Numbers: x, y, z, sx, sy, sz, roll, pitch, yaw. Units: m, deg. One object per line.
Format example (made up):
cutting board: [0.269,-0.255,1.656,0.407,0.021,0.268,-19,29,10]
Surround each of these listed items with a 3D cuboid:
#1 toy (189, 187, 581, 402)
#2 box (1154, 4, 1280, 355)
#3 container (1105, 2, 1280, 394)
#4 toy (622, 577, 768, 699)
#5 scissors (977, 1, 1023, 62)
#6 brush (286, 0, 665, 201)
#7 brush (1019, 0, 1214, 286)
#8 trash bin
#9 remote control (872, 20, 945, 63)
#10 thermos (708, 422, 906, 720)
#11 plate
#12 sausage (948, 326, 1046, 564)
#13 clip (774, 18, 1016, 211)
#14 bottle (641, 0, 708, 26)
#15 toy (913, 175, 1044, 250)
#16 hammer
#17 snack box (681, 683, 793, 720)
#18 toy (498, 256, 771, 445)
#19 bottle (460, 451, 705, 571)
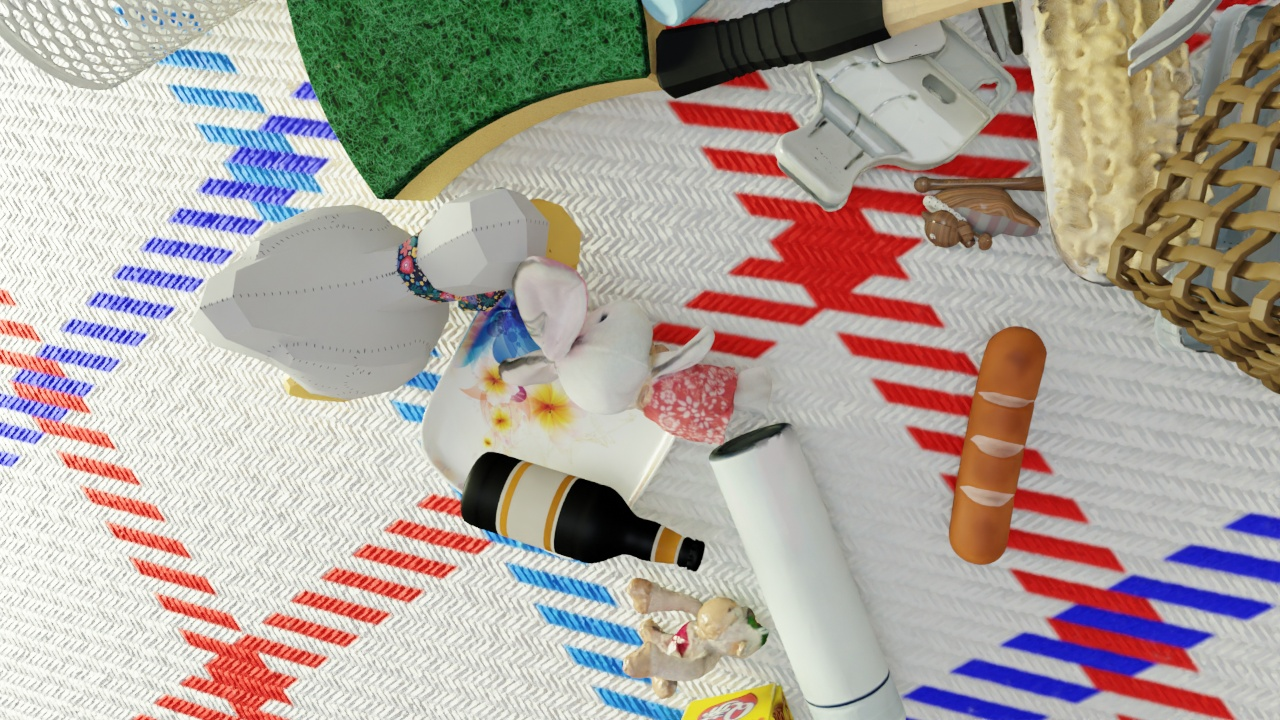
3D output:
toy: [-0.189,-0.050,0.651,0.268,0.246,0.141,-20,85,45]
box: [0.414,-0.100,0.549,0.192,0.061,0.210,2,101,-3]
container: [0.421,-0.055,0.404,0.251,0.214,0.220,28,99,-17]
toy: [0.043,0.210,0.688,0.106,0.085,0.074,-8,118,8]
scissors: [0.202,-0.289,0.588,0.146,0.015,0.188,18,102,16]
brush: [-0.118,-0.247,0.660,0.251,0.075,0.195,-20,93,18]
brush: [0.274,-0.177,0.541,0.083,0.056,0.271,-5,84,18]
trash bin: [-0.376,-0.314,0.685,0.183,0.156,0.156,-20,93,15]
remote control: [0.152,-0.260,0.590,0.045,0.008,0.146,-16,80,-7]
thermos: [0.121,0.162,0.662,0.068,0.067,0.230,-22,93,18]
plate: [-0.071,0.047,0.725,0.187,0.016,0.187,33,106,9]
sausage: [0.240,0.058,0.621,0.039,0.044,0.164,8,101,4]
clip: [0.155,-0.168,0.606,0.124,0.074,0.144,45,97,8]
bottle: [0.054,-0.272,0.599,0.040,0.040,0.129,42,74,6]
toy: [0.230,-0.099,0.602,0.102,0.041,0.054,4,78,24]
hammer: [0.161,-0.212,0.542,0.329,0.039,0.131,-5,81,28]
snack box: [0.083,0.315,0.700,0.084,0.061,0.106,-20,93,18]
toy: [-0.004,0.004,0.636,0.194,0.084,0.159,16,148,0]
bottle: [-0.041,0.120,0.686,0.182,0.059,0.059,15,103,13]
